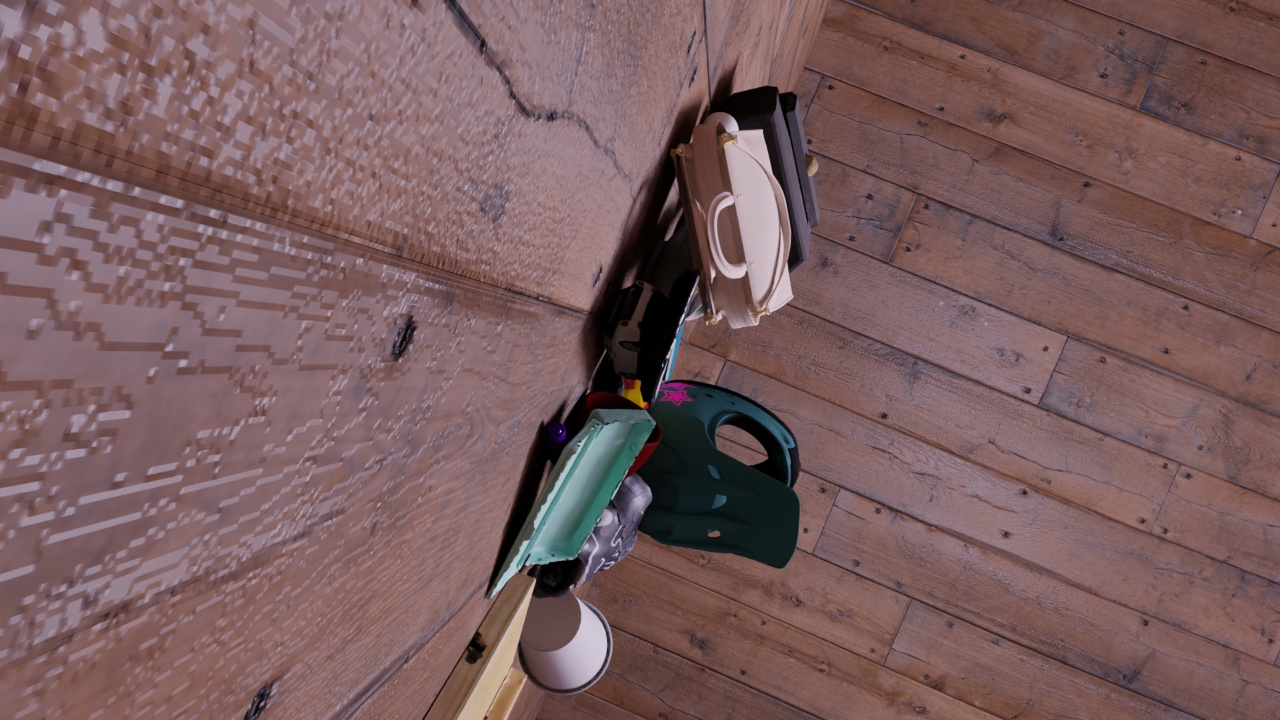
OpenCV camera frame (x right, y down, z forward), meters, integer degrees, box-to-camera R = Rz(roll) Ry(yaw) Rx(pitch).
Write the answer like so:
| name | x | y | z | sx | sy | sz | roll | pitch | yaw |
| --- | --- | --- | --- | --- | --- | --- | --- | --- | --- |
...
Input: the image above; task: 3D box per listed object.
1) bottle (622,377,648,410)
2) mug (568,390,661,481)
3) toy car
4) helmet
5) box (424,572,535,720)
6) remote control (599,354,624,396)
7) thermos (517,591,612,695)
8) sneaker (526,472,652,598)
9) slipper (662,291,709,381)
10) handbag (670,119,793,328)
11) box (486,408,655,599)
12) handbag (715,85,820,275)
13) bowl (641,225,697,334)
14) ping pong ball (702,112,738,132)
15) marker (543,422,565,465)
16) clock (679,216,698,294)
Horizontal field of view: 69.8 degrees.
| name | x | y | z | sx | sy | sz | roll | pitch | yaw |
| --- | --- | --- | --- | --- | --- | --- | --- | --- | --- |
| bottle | -0.006 | 0.006 | 1.033 | 0.134 | 0.048 | 0.071 | 99 | -7 | -59 |
| mug | -0.038 | 0.085 | 0.942 | 0.088 | 0.087 | 0.114 | -60 | -162 | 22 |
| toy car | 0.002 | -0.026 | 0.870 | 0.192 | 0.071 | 0.094 | 97 | 15 | -76 |
| helmet | 0.071 | 0.138 | 1.118 | 0.199 | 0.275 | 0.177 | -51 | 152 | -55 |
| box | -0.179 | 0.373 | 0.887 | 0.246 | 0.068 | 0.254 | -61 | 166 | -64 |
| remote control | -0.036 | 0.039 | 1.019 | 0.141 | 0.021 | 0.045 | 104 | -22 | -63 |
| thermos | -0.107 | 0.358 | 1.200 | 0.222 | 0.131 | 0.131 | 86 | 26 | -63 |
| sneaker | -0.079 | 0.220 | 1.048 | 0.150 | 0.097 | 0.253 | -45 | 169 | -34 |
| slipper | 0.088 | -0.106 | 1.374 | 0.118 | 0.060 | 0.295 | -31 | 135 | -83 |
| handbag | 0.080 | -0.125 | 0.858 | 0.197 | 0.101 | 0.194 | -40 | 119 | -70 |
| box | -0.070 | 0.128 | 0.840 | 0.138 | 0.052 | 0.187 | -8 | 134 | -53 |
| handbag | 0.162 | -0.227 | 1.105 | 0.198 | 0.102 | 0.197 | -70 | 147 | -57 |
| bowl | 0.036 | -0.094 | 1.025 | 0.150 | 0.057 | 0.150 | 25 | 87 | -86 |
| ping pong ball | 0.084 | -0.242 | 0.971 | 0.040 | 0.040 | 0.040 | 25 | 87 | -85 |
| marker | -0.075 | 0.075 | 0.804 | 0.015 | 0.018 | 0.134 | -63 | 177 | -17 |
| clock | 0.096 | -0.153 | 1.200 | 0.161 | 0.060 | 0.118 | -44 | 140 | -17 |
